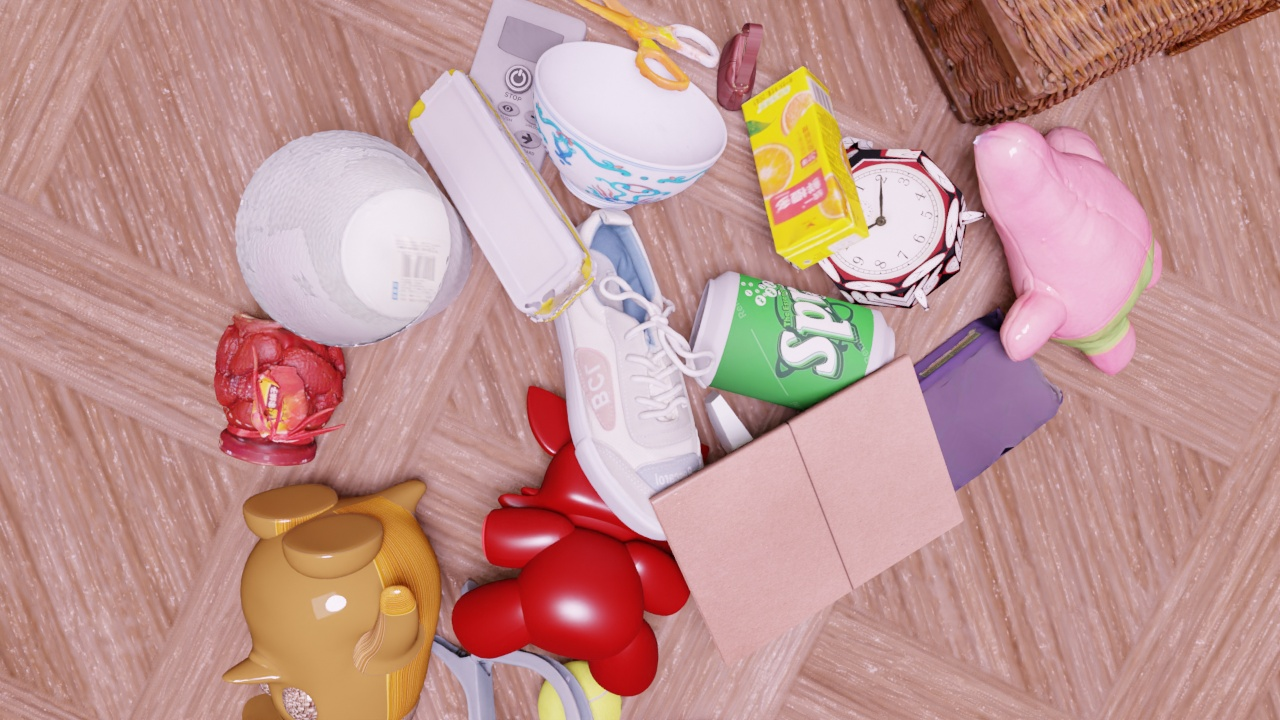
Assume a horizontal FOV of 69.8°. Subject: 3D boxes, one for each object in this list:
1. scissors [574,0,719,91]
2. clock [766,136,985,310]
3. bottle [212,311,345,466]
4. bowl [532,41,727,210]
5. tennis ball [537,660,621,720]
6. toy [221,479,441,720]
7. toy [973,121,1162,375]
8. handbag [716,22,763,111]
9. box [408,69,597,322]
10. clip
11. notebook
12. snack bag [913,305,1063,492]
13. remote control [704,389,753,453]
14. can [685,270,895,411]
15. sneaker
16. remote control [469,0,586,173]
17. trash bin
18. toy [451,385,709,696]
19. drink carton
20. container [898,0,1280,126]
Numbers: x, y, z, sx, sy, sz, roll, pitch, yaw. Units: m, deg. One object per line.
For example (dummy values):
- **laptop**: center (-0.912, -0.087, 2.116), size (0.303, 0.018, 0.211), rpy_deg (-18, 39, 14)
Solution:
- **scissors**: center (0.005, -0.255, 0.697), size (0.096, 0.012, 0.133), rpy_deg (-28, 70, -34)
- **clock**: center (0.169, -0.105, 0.693), size (0.155, 0.065, 0.115), rpy_deg (32, 94, 26)
- **bottle**: center (-0.267, 0.019, 0.682), size (0.099, 0.099, 0.111), rpy_deg (13, 98, -1)
- **bowl**: center (-0.018, -0.159, 0.671), size (0.144, 0.143, 0.074), rpy_deg (27, 133, -2)
- **tennis ball**: center (-0.047, 0.268, 0.714), size (0.065, 0.065, 0.065), rpy_deg (0, 94, -1)
- **toy**: center (-0.224, 0.202, 0.672), size (0.162, 0.199, 0.203), rpy_deg (-12, 111, -42)
- **toy**: center (0.299, -0.090, 0.655), size (0.236, 0.097, 0.191), rpy_deg (34, 69, -35)
- **handbag**: center (0.075, -0.218, 0.656), size (0.029, 0.119, 0.055), rpy_deg (7, 93, -1)
- **box**: center (-0.103, -0.120, 0.651), size (0.064, 0.033, 0.209), rpy_deg (-41, 67, 17)
- **clip**: center (-0.119, 0.262, 0.695), size (0.167, 0.028, 0.127), rpy_deg (38, 88, 32)
- **notebook**: center (0.123, 0.104, 0.643), size (0.209, 0.008, 0.141), rpy_deg (-28, 109, -12)
- **snack bag**: center (0.222, 0.057, 0.707), size (0.205, 0.058, 0.096), rpy_deg (-38, 94, 1)
- **remote control**: center (0.093, 0.088, 0.711), size (0.024, 0.049, 0.143), rpy_deg (-37, 93, 1)
- **can**: center (0.110, -0.010, 0.686), size (0.140, 0.088, 0.088), rpy_deg (15, 93, -1)
- **sneaker**: center (-0.004, 0.004, 0.643), size (0.089, 0.091, 0.242), rpy_deg (-7, 69, -31)
- **remote control**: center (-0.099, -0.199, 0.706), size (0.074, 0.019, 0.151), rpy_deg (19, 93, -2)
- **trash bin**: center (-0.184, -0.079, 0.643), size (0.133, 0.161, 0.133), rpy_deg (0, 93, 0)
- **toy**: center (-0.037, 0.130, 0.676), size (0.158, 0.121, 0.196), rpy_deg (18, 59, -9)
- **drink carton**: center (0.118, -0.138, 0.664), size (0.059, 0.043, 0.134), rpy_deg (-26, 60, 33)
- **container**: center (0.291, -0.256, 0.605), size (0.183, 0.249, 0.162), rpy_deg (-27, 94, 11)
